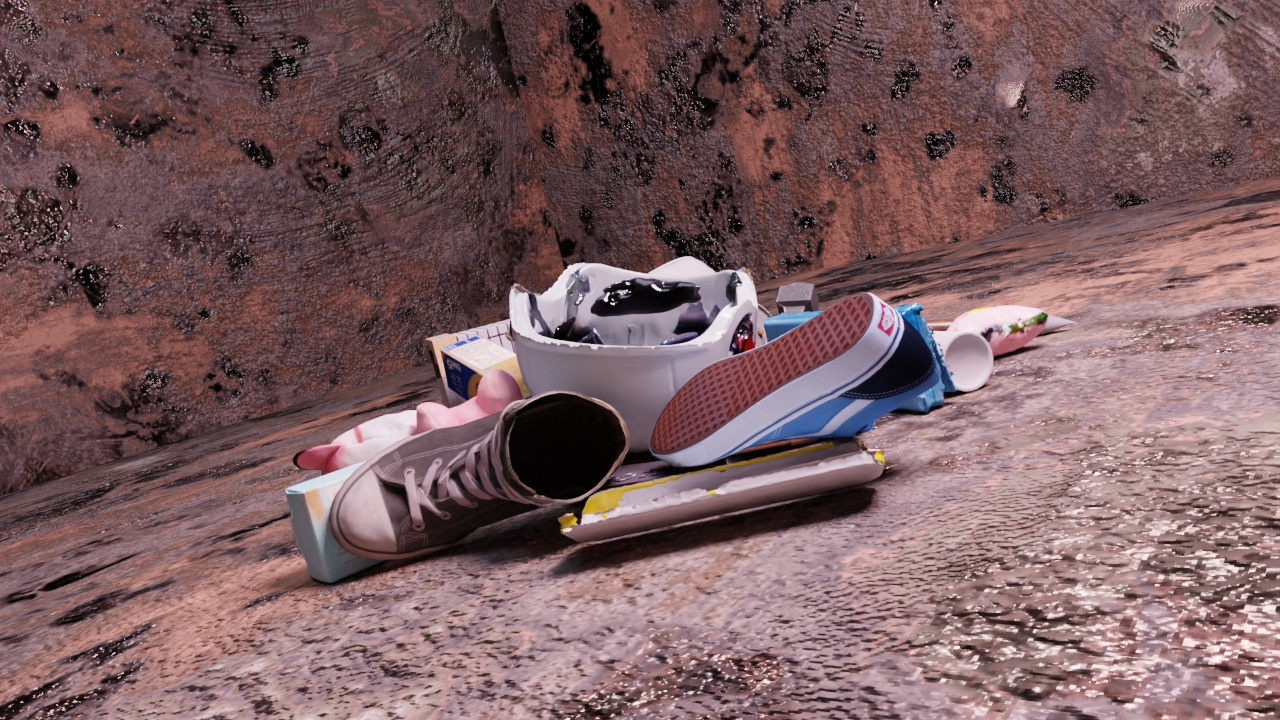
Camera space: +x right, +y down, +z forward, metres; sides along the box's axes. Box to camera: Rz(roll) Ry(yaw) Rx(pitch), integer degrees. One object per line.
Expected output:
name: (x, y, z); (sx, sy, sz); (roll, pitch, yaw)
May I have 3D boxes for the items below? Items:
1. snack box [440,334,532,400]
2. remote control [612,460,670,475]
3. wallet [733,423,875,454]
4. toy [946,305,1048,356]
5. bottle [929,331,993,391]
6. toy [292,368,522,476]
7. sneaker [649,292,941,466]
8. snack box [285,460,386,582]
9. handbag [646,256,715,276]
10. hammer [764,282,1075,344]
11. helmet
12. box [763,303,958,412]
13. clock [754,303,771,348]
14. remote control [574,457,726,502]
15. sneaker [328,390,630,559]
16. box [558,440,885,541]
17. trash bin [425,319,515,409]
snack box: (-0.155, 0.028, 1.033); (0.056, 0.057, 0.207); (-22, 28, -30)
remote control: (0.007, 0.094, 0.770); (0.125, 0.009, 0.046); (-11, 7, 22)
wallet: (0.131, 0.059, 0.789); (0.121, 0.013, 0.087); (-11, 6, -2)
toy: (0.344, -0.028, 0.919); (0.102, 0.050, 0.093); (-12, 1, -15)
bottle: (0.254, -0.003, 0.884); (0.052, 0.052, 0.195); (-16, 7, -16)
toy: (-0.206, 0.086, 0.872); (0.213, 0.084, 0.142); (-19, -21, -7)
sneaker: (0.108, 0.041, 0.669); (0.242, 0.098, 0.083); (-30, 32, 44)
snack box: (-0.194, 0.113, 0.754); (0.174, 0.075, 0.053); (-19, 8, -36)
handbag: (0.007, -0.012, 1.129); (0.222, 0.216, 0.095); (-26, 50, -37)
hammer: (0.301, -0.036, 1.016); (0.323, 0.043, 0.155); (-1, 42, 23)
helmet: (-0.005, 0.005, 0.883); (0.237, 0.164, 0.263); (2, 19, 14)
box: (0.197, -0.005, 0.861); (0.048, 0.093, 0.232); (-17, 6, -20)
clock: (0.134, -0.015, 1.105); (0.147, 0.103, 0.056); (18, -25, -35)
remote control: (0.002, 0.097, 0.729); (0.137, 0.015, 0.032); (-13, 6, 23)
sneaker: (-0.118, 0.084, 0.668); (0.234, 0.095, 0.120); (-13, -6, -6)
box: (0.056, 0.087, 0.619); (0.210, 0.038, 0.129); (-12, -6, 7)
trash bin: (-0.150, 0.009, 1.252); (0.246, 0.142, 0.142); (-16, 7, -15)
